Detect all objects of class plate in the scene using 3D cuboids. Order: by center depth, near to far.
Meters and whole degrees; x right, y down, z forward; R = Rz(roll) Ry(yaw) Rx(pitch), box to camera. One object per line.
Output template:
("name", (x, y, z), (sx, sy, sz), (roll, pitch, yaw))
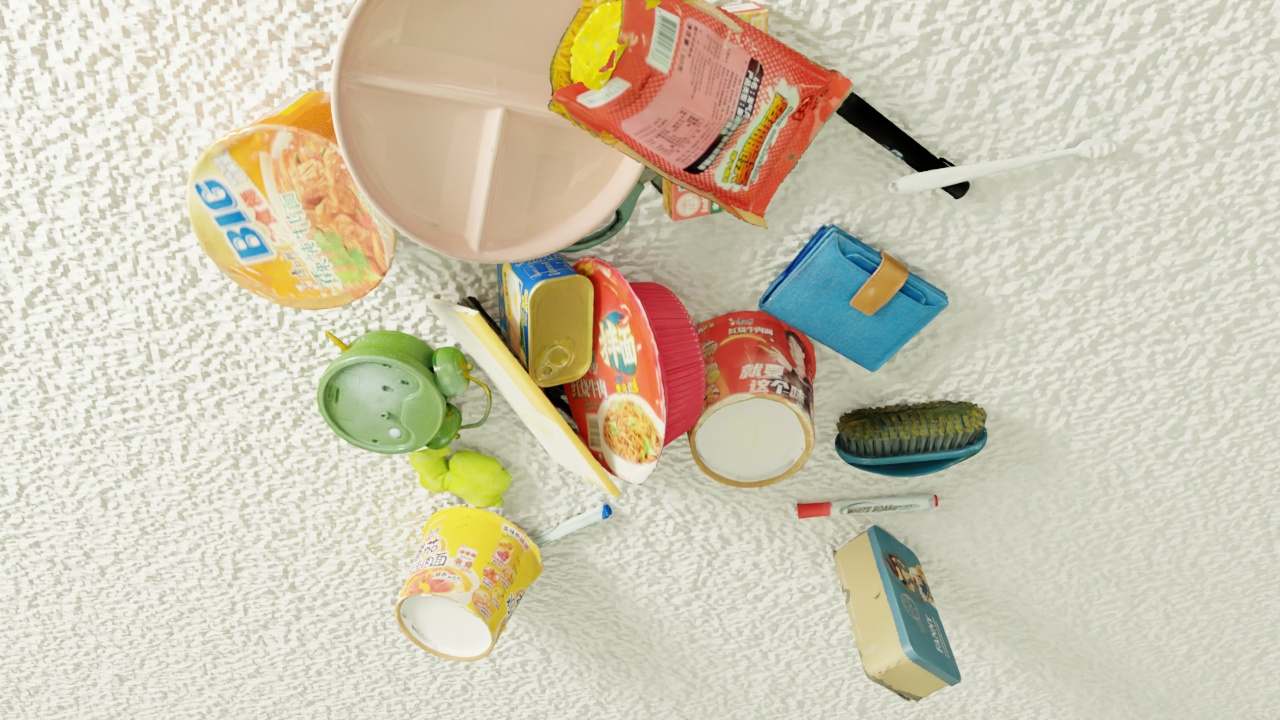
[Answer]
("plate", (-0.096, -0.179, 0.639), (0.229, 0.028, 0.230), (-9, 120, -17))

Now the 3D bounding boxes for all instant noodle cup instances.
("instant noodle cup", (-0.251, -0.131, 0.709), (0.151, 0.111, 0.152), (1, 126, 1))
("instant noodle cup", (-0.005, 0.005, 0.783), (0.065, 0.194, 0.194), (-11, 132, -28))
("instant noodle cup", (0.098, 0.039, 0.828), (0.138, 0.108, 0.138), (0, 126, 0))
("instant noodle cup", (-0.186, 0.240, 0.967), (0.138, 0.109, 0.138), (8, 127, 10))

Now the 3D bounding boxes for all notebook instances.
("notebook", (-0.105, 0.030, 0.809), (0.010, 0.146, 0.206), (-43, 115, -16))

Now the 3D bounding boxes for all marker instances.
("marker", (0.210, -0.170, 0.727), (0.132, 0.020, 0.022), (29, 105, -19))
("marker", (0.238, 0.153, 0.966), (0.145, 0.017, 0.017), (-5, 126, 5))
("marker", (-0.094, 0.189, 1.000), (0.146, 0.016, 0.017), (-27, 121, 20))

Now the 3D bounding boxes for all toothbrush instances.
("toothbrush", (0.285, -0.152, 0.724), (0.180, 0.016, 0.016), (-11, 118, 0))

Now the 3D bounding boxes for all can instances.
("can", (-0.083, -0.043, 0.778), (0.057, 0.083, 0.102), (-13, 127, -24))

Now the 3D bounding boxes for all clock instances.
("clock", (-0.221, 0.031, 0.862), (0.161, 0.056, 0.116), (13, 126, -8))

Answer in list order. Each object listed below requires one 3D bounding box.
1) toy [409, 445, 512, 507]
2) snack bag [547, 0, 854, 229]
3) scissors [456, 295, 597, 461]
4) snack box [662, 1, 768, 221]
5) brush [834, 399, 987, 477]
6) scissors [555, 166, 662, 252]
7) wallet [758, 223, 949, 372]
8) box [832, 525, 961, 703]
("toy", (-0.182, 0.117, 0.940), (0.100, 0.031, 0.097), (-5, 129, 10))
("snack bag", (0.045, -0.182, 0.645), (0.207, 0.073, 0.129), (17, 113, -34))
("scissors", (-0.092, 0.015, 0.874), (0.182, 0.015, 0.210), (5, 127, -1))
("snack box", (0.055, -0.187, 0.701), (0.077, 0.027, 0.156), (-13, 128, -13))
("brush", (0.261, 0.080, 0.887), (0.144, 0.055, 0.074), (-7, 125, 6))
("scissors", (-0.031, -0.163, 0.711), (0.174, 0.019, 0.170), (-29, 127, 1))
("wallet", (0.187, -0.052, 0.805), (0.133, 0.040, 0.107), (27, 127, -18))
("box", (0.262, 0.264, 0.945), (0.089, 0.184, 0.064), (34, 117, -27))
